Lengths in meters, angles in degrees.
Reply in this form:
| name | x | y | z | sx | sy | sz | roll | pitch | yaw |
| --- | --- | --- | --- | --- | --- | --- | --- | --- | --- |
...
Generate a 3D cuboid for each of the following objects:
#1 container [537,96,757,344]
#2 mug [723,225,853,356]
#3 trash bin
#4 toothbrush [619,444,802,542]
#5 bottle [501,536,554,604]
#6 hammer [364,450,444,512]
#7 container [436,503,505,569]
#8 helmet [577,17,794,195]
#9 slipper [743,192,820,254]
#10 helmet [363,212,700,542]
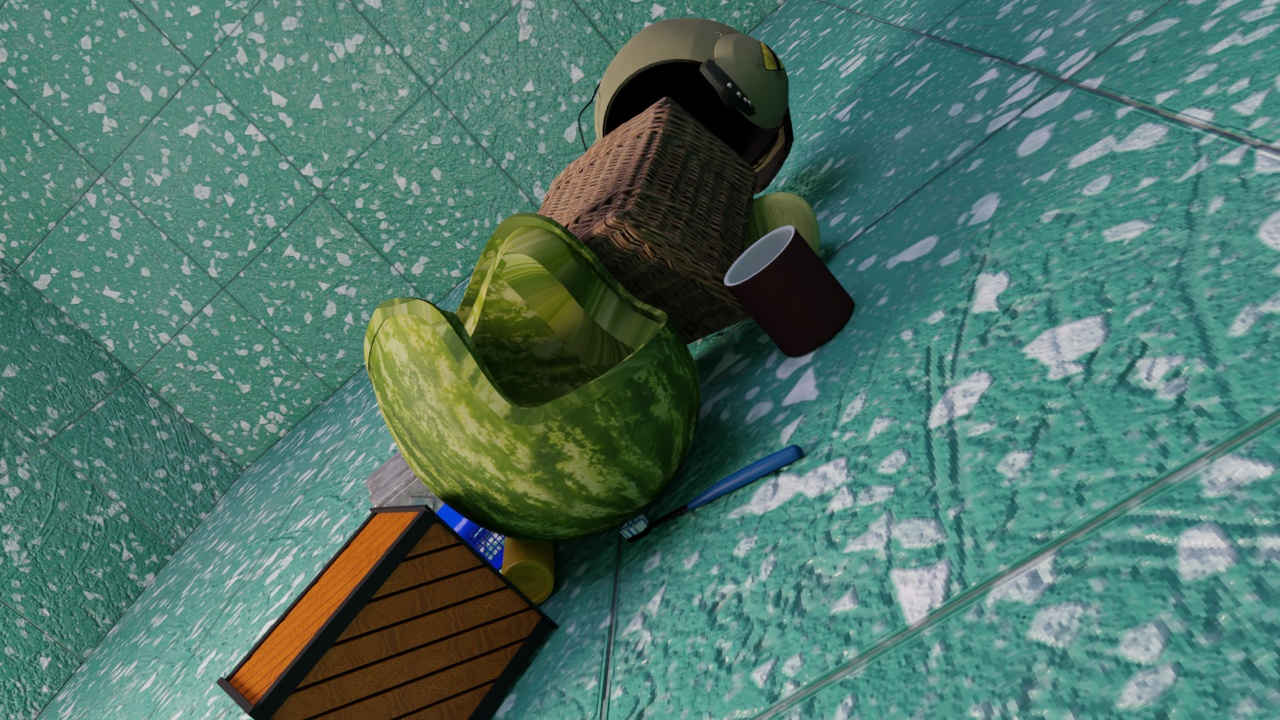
| name | x | y | z | sx | sy | sz | roll | pitch | yaw |
| --- | --- | --- | --- | --- | --- | --- | --- | --- | --- |
| container | -0.012 | -0.118 | 0.889 | 0.251 | 0.162 | 0.182 | -21 | 44 | 50 |
| mug | 0.124 | -0.063 | 0.777 | 0.073 | 0.082 | 0.105 | -38 | 17 | 16 |
| trash bin | -0.191 | 0.221 | 0.692 | 0.171 | 0.139 | 0.140 | -52 | 19 | -28 |
| toothbrush | 0.049 | 0.098 | 0.672 | 0.168 | 0.014 | 0.014 | -33 | 14 | 32 |
| bottle | -0.097 | 0.158 | 0.805 | 0.043 | 0.043 | 0.143 | -40 | 17 | 8 |
| hammer | -0.196 | 0.092 | 1.157 | 0.325 | 0.079 | 0.177 | -40 | 16 | -12 |
| container | -0.162 | 0.163 | 0.915 | 0.096 | 0.058 | 0.114 | -49 | 18 | -20 |
| helmet | 0.070 | -0.269 | 1.067 | 0.251 | 0.255 | 0.232 | -31 | 23 | 30 |
| slipper | 0.115 | -0.109 | 0.941 | 0.081 | 0.091 | 0.191 | -15 | -2 | -43 |
| helmet | -0.080 | 0.031 | 0.738 | 0.212 | 0.247 | 0.244 | -47 | -14 | -49 |
